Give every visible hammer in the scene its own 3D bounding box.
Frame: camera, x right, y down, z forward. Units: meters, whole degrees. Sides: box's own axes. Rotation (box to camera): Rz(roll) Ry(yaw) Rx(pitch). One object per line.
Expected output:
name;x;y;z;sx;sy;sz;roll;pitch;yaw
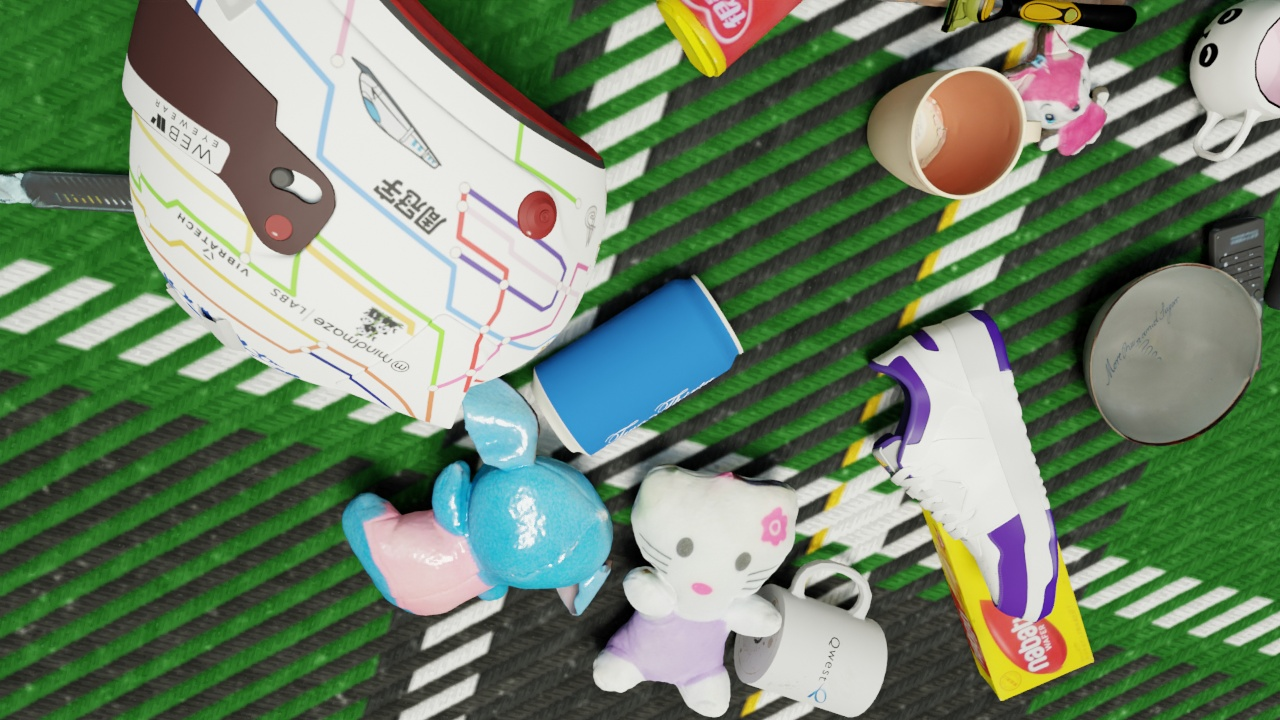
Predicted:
hammer;0.571;-0.190;0.733;0.139;0.035;0.313;4;106;-7

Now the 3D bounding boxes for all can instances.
can;0.076;-0.259;0.625;0.124;0.066;0.066;-41;107;4
can;-0.004;0.004;0.682;0.146;0.079;0.079;-32;107;2

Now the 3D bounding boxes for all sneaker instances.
sneaker;0.244;0.089;0.715;0.111;0.091;0.244;-14;86;10

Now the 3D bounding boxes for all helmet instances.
helmet;-0.176;-0.108;0.546;0.236;0.231;0.314;-44;112;8

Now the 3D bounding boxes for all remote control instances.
remote control;0.497;-0.049;0.769;0.045;0.021;0.140;-16;112;-2

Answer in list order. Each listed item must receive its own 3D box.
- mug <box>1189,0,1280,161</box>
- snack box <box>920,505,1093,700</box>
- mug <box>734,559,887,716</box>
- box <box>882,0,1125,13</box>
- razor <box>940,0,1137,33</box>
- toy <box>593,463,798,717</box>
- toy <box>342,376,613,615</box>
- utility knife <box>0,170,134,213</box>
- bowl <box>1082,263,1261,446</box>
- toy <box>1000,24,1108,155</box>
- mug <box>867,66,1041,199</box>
mug;0.454;-0.208;0.687;0.090;0.076;0.124;21;102;-13
snack box;0.320;0.193;0.800;0.092;0.042;0.201;-23;107;0
mug;0.148;0.226;0.767;0.096;0.083;0.119;22;93;-13
box;0.253;-0.318;0.636;0.216;0.071;0.157;3;134;-9
razor;0.285;-0.248;0.648;0.144;0.021;0.044;1;123;-11
toy;0.047;0.178;0.735;0.137;0.085;0.209;16;107;-2
toy;-0.120;0.122;0.678;0.191;0.098;0.224;-16;127;5
utility knife;-0.374;-0.116;0.627;0.233;0.020;0.029;2;104;-10
bowl;0.419;-0.009;0.749;0.150;0.056;0.151;-2;106;-7
toy;0.319;-0.197;0.689;0.065;0.050;0.102;-46;112;1
mug;0.224;-0.163;0.654;0.111;0.104;0.085;-3;106;-8
